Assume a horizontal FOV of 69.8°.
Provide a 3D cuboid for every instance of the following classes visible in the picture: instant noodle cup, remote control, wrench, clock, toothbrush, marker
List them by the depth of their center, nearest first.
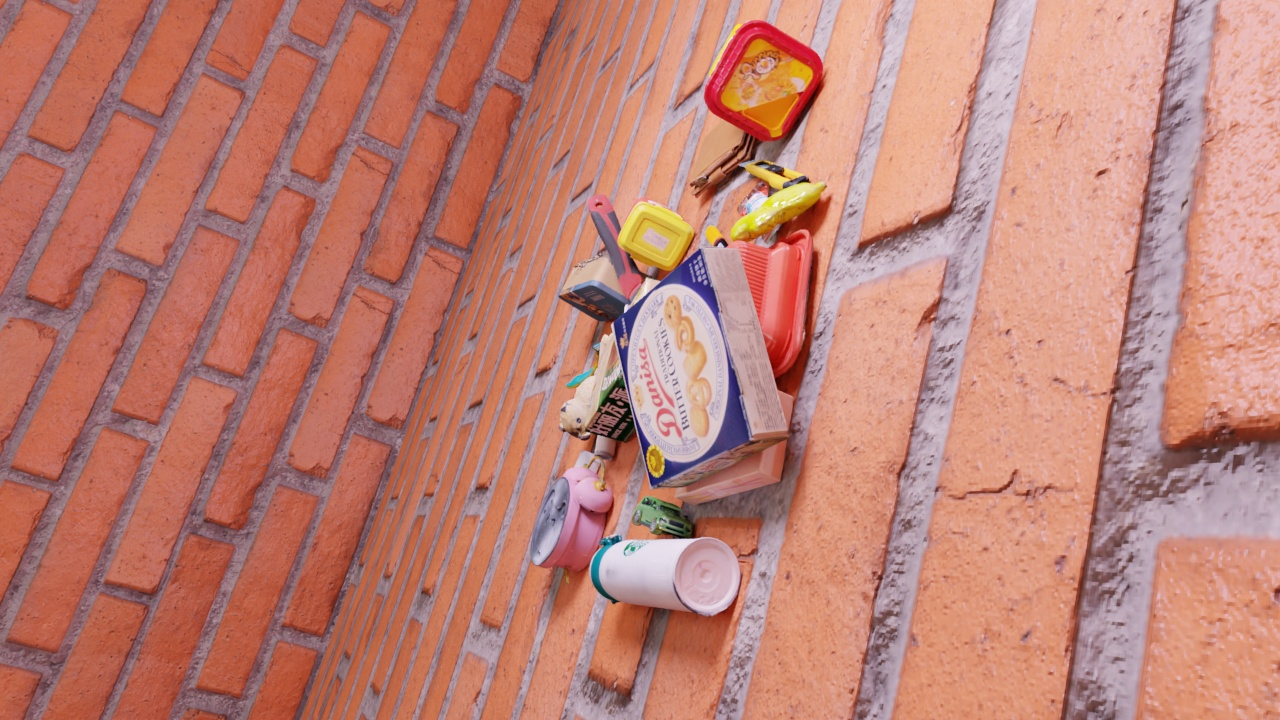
[{"bbox_3d":[0.094,-0.041,0.938,0.189,0.079,0.164,-41,32,54],"label":"instant noodle cup"},{"bbox_3d":[0.138,-0.340,1.091,0.116,0.116,0.123,-58,19,24],"label":"instant noodle cup"},{"bbox_3d":[0.101,-0.136,1.117,0.018,0.015,0.123,-61,23,21],"label":"marker"},{"bbox_3d":[-0.084,0.195,1.173,0.158,0.059,0.117,-69,19,1],"label":"clock"},{"bbox_3d":[-0.032,0.025,1.237,0.027,0.026,0.220,80,-162,-69],"label":"toothbrush"},{"bbox_3d":[-0.093,0.190,1.259,0.135,0.019,0.056,-67,19,1],"label":"remote control"},{"bbox_3d":[-0.025,-0.127,1.272,0.016,0.056,0.273,77,177,-61],"label":"wrench"}]

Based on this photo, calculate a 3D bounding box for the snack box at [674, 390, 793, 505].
[{"bbox_3d":[0.088,0.087,0.890,0.158,0.026,0.084,-32,40,59],"label":"snack box"}]

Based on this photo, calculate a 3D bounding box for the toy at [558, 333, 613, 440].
[{"bbox_3d":[-0.063,0.035,1.281,0.105,0.066,0.157,14,75,49],"label":"toy"}]

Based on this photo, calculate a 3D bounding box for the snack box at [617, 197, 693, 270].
[{"bbox_3d":[0.019,-0.178,1.266,0.082,0.091,0.080,-60,14,20],"label":"snack box"}]

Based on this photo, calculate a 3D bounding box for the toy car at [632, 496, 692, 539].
[{"bbox_3d":[0.023,0.164,0.950,0.036,0.043,0.091,-68,20,-3],"label":"toy car"}]

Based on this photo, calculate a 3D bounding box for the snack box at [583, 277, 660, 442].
[{"bbox_3d":[-0.007,0.006,1.101,0.241,0.063,0.114,125,160,-62],"label":"snack box"}]

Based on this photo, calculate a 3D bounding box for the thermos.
[{"bbox_3d":[0.012,0.205,0.898,0.225,0.073,0.073,-23,47,63],"label":"thermos"}]

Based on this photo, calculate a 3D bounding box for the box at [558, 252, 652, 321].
[{"bbox_3d":[-0.052,-0.109,1.372,0.063,0.089,0.184,-64,17,-11],"label":"box"}]

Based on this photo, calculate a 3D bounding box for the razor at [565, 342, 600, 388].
[{"bbox_3d":[-0.080,0.012,1.404,0.043,0.028,0.133,-36,-7,-45],"label":"razor"}]

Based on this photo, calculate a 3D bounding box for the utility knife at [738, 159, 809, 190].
[{"bbox_3d":[0.148,-0.217,1.057,0.190,0.033,0.015,-124,15,-66],"label":"utility knife"}]

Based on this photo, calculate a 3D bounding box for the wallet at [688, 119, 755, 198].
[{"bbox_3d":[0.114,-0.284,1.217,0.132,0.031,0.107,-31,37,59],"label":"wallet"}]

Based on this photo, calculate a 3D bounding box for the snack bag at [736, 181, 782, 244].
[{"bbox_3d":[0.138,-0.167,1.029,0.048,0.026,0.104,-51,23,18],"label":"snack bag"}]

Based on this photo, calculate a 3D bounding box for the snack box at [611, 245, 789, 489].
[{"bbox_3d":[0.049,0.013,0.861,0.183,0.045,0.177,-37,62,53],"label":"snack box"}]

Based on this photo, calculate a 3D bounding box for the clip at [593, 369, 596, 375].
[{"bbox_3d":[-0.072,0.041,1.374,0.034,0.013,0.055,-49,27,43],"label":"clip"}]

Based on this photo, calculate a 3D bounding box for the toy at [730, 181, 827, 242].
[{"bbox_3d":[0.140,-0.154,0.945,0.099,0.031,0.097,-37,13,-36],"label":"toy"}]
